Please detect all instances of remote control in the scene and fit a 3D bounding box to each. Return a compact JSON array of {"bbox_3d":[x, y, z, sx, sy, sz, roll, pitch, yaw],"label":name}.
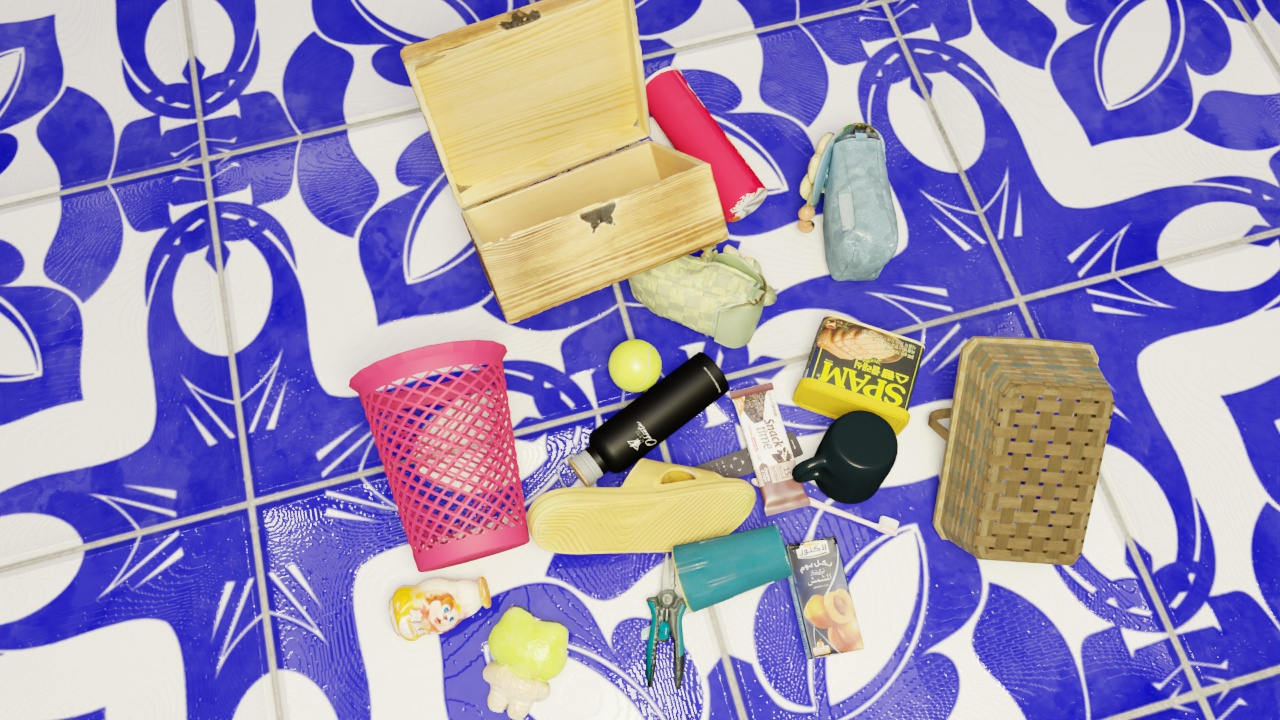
[{"bbox_3d":[0.129,0.123,1.114,0.136,0.015,0.032,-19,71,-6],"label":"remote control"}]

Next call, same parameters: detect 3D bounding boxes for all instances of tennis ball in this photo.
[{"bbox_3d":[-0.007,0.007,1.130,0.065,0.065,0.065,0,70,0],"label":"tennis ball"}]

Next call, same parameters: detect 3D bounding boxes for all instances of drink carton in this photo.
[{"bbox_3d":[0.206,0.269,1.047,0.064,0.040,0.130,-10,70,-4],"label":"drink carton"}]

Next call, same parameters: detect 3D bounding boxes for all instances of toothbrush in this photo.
[{"bbox_3d":[0.220,0.171,1.096,0.181,0.016,0.018,18,64,7],"label":"toothbrush"}]

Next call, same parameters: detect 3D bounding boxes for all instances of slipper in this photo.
[{"bbox_3d":[-0.001,0.166,1.055,0.263,0.100,0.078,-2,33,-15],"label":"slipper"}]

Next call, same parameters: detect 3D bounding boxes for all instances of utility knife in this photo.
[{"bbox_3d":[0.078,0.275,1.063,0.179,0.016,0.022,-29,72,-6],"label":"utility knife"}]

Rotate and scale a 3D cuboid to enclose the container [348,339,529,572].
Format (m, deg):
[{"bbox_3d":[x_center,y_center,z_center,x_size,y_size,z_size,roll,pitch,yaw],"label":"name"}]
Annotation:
[{"bbox_3d":[-0.216,0.114,1.047,0.183,0.183,0.225,-15,78,-5],"label":"container"}]

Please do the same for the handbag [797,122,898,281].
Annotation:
[{"bbox_3d":[0.261,-0.199,1.178,0.118,0.122,0.191,-1,75,-1],"label":"handbag"}]

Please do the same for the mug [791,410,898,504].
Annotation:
[{"bbox_3d":[0.233,0.116,1.066,0.121,0.095,0.085,-15,62,-10],"label":"mug"}]

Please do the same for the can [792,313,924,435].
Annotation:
[{"bbox_3d":[0.268,0.017,1.121,0.135,0.075,0.104,19,69,7],"label":"can"}]

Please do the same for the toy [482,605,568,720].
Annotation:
[{"bbox_3d":[-0.132,0.339,1.023,0.092,0.046,0.115,18,78,8],"label":"toy"}]

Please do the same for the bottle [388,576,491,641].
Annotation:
[{"bbox_3d":[-0.225,0.275,1.036,0.108,0.063,0.063,-15,71,-4],"label":"bottle"}]

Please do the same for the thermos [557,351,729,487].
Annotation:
[{"bbox_3d":[0.000,0.080,1.106,0.231,0.061,0.061,-37,74,-12],"label":"thermos"}]

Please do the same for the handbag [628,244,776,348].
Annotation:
[{"bbox_3d":[0.079,-0.100,1.147,0.186,0.113,0.116,22,64,9],"label":"handbag"}]

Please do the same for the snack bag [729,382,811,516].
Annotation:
[{"bbox_3d":[0.155,0.104,1.103,0.057,0.013,0.157,-12,70,-5],"label":"snack bag"}]

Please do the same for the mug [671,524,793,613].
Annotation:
[{"bbox_3d":[0.104,0.229,1.026,0.121,0.078,0.078,-18,70,7],"label":"mug"}]

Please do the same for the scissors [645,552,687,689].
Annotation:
[{"bbox_3d":[0.024,0.300,1.041,0.140,0.019,0.128,-43,83,-8],"label":"scissors"}]

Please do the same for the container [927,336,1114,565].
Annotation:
[{"bbox_3d":[0.424,0.095,1.047,0.157,0.186,0.250,4,107,2],"label":"container"}]

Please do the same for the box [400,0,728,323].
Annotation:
[{"bbox_3d":[-0.102,-0.264,1.093,0.279,0.282,0.315,-23,112,-7],"label":"box"}]

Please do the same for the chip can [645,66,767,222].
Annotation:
[{"bbox_3d":[0.083,-0.291,1.236,0.069,0.069,0.220,-30,73,-10],"label":"chip can"}]
